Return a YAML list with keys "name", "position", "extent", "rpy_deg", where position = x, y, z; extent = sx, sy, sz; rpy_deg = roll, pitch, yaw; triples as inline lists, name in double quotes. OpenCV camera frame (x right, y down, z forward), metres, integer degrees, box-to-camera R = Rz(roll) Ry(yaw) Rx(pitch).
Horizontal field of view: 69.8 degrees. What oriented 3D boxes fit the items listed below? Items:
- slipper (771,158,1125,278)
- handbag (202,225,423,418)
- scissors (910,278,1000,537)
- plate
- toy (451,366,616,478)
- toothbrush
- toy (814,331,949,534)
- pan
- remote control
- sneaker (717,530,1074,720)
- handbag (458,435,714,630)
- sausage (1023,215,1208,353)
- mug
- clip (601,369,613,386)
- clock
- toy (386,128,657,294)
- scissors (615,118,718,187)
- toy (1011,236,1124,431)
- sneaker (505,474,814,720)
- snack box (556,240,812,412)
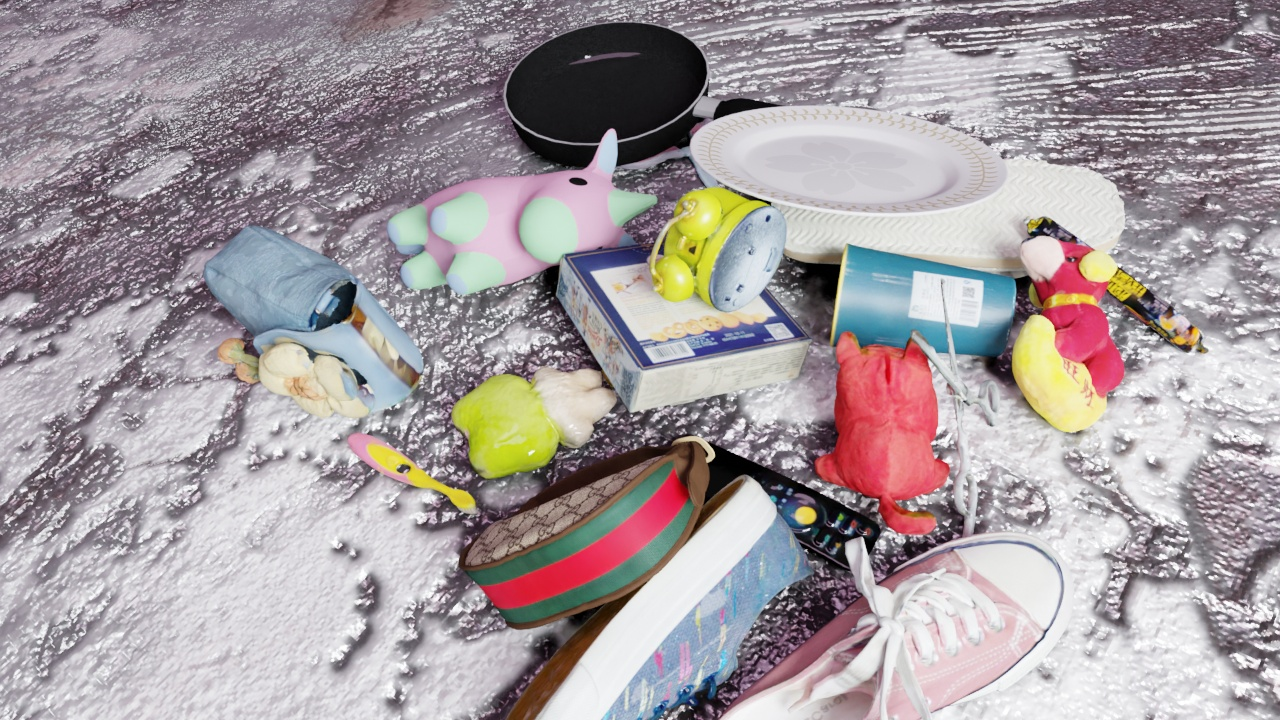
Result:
- name: "slipper"
  position: [0.241, -0.110, 0.738]
  extent: [0.273, 0.054, 0.114]
  rpy_deg: [-1, 52, 5]
- name: "handbag"
  position: [-0.271, -0.026, 0.730]
  extent: [0.192, 0.122, 0.118]
  rpy_deg: [28, 70, 31]
- name: "scissors"
  position: [0.206, 0.034, 0.591]
  extent: [0.014, 0.141, 0.174]
  rpy_deg: [-7, 77, 40]
- name: "plate"
  position: [0.160, -0.156, 0.720]
  extent: [0.242, 0.016, 0.242]
  rpy_deg: [1, 32, -1]
- name: "toy"
  position: [-0.077, 0.040, 0.681]
  extent: [0.117, 0.043, 0.092]
  rpy_deg: [-23, 46, -12]
- name: "toothbrush"
  position: [-0.171, 0.083, 0.682]
  extent: [0.135, 0.016, 0.021]
  rpy_deg: [22, 59, 30]
- name: "toy"
  position: [0.157, 0.047, 0.592]
  extent: [0.088, 0.094, 0.132]
  rpy_deg: [-4, 50, 8]
- name: "pan"
  position: [0.035, -0.244, 0.887]
  extent: [0.356, 0.044, 0.203]
  rpy_deg: [18, 56, 22]
- name: "remote control"
  position: [0.084, 0.095, 0.615]
  extent: [0.152, 0.020, 0.041]
  rpy_deg: [23, 57, 27]
- name: "sneaker"
  position: [0.138, 0.158, 0.501]
  extent: [0.240, 0.088, 0.118]
  rpy_deg: [-30, 50, -13]
- name: "handbag"
  position: [-0.029, 0.095, 0.575]
  extent: [0.167, 0.063, 0.138]
  rpy_deg: [-28, 16, 29]
- name: "sausage"
  position: [0.343, -0.057, 0.664]
  extent: [0.155, 0.020, 0.020]
  rpy_deg: [42, 66, 14]
- name: "mug"
  position: [0.206, -0.040, 0.674]
  extent: [0.121, 0.078, 0.078]
  rpy_deg: [9, 51, 13]
- name: "clip"
  position: [-0.004, 0.003, 0.708]
  extent: [0.048, 0.045, 0.054]
  rpy_deg: [5, 47, -17]
- name: "clock"
  position: [0.052, -0.080, 0.650]
  extent: [0.057, 0.083, 0.118]
  rpy_deg: [35, 29, 33]
- name: "toy"
  position: [-0.108, -0.115, 0.785]
  extent: [0.170, 0.120, 0.223]
  rpy_deg: [-27, 22, -38]
- name: "scissors"
  position: [0.047, -0.220, 0.903]
  extent: [0.171, 0.014, 0.168]
  rpy_deg: [10, 52, 20]
- name: "toy"
  position: [0.296, -0.017, 0.628]
  extent: [0.067, 0.105, 0.137]
  rpy_deg: [-20, 50, 51]
- name: "sneaker"
  position: [0.010, 0.174, 0.537]
  extent: [0.079, 0.088, 0.235]
  rpy_deg: [46, 70, 1]
- name: "snack box"
  position: [0.030, -0.034, 0.695]
  extent: [0.144, 0.043, 0.145]
  rpy_deg: [-10, 44, -24]
